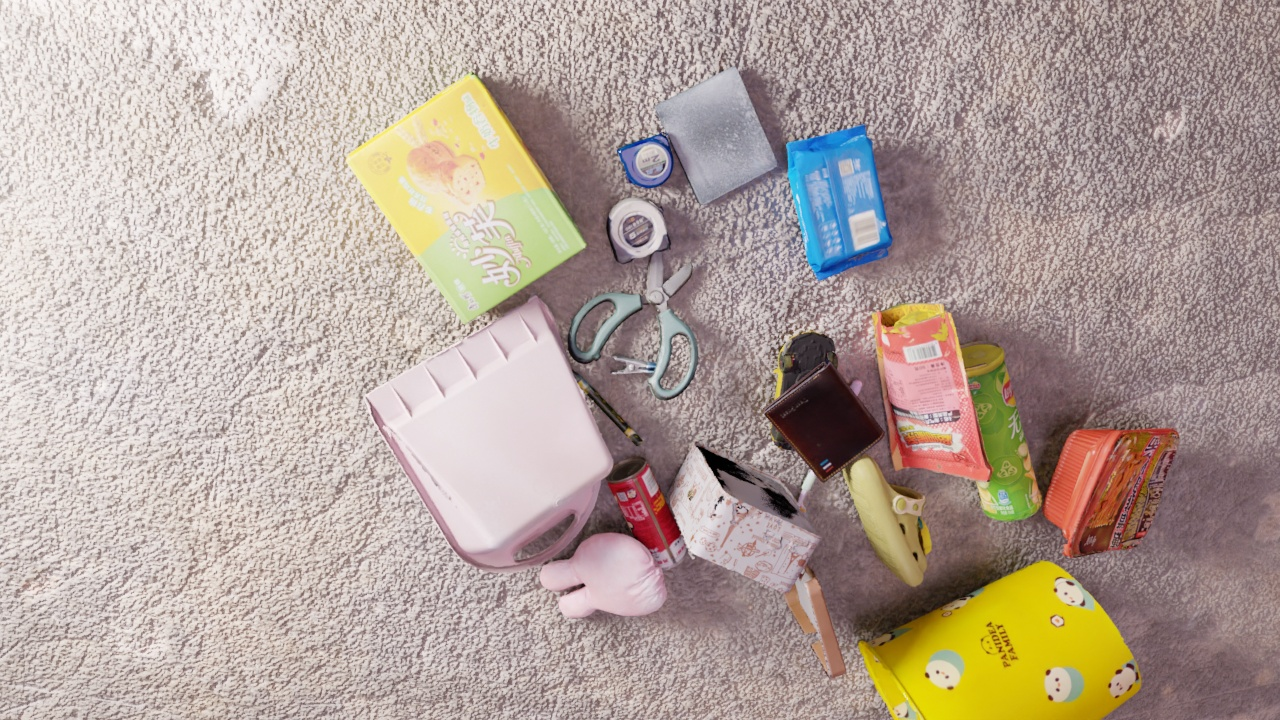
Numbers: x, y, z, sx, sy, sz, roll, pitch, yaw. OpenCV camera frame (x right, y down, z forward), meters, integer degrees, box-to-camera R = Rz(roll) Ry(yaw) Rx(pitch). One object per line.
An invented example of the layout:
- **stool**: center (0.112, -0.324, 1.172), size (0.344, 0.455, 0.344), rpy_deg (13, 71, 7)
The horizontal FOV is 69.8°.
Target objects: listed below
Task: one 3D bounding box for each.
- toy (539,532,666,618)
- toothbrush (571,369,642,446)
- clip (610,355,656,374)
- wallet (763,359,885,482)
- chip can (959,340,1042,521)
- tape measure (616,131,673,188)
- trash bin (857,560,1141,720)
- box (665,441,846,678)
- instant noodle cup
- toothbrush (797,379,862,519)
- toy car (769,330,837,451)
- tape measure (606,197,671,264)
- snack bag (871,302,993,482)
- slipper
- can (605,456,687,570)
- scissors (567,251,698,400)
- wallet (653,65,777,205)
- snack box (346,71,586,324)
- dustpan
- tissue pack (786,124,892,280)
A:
- **toy**: center (-0.044, 0.262, 1.098), size (0.160, 0.054, 0.121), rpy_deg (-19, 111, 28)
- **toothbrush**: center (-0.058, 0.031, 1.061), size (0.017, 0.012, 0.186), rpy_deg (-43, 107, -4)
- **clip**: center (-0.006, 0.008, 1.054), size (0.057, 0.024, 0.029), rpy_deg (6, 102, -4)
- **wallet**: center (0.213, 0.071, 1.060), size (0.096, 0.020, 0.122), rpy_deg (-39, 110, 6)
- **chip can**: center (0.424, 0.090, 1.103), size (0.072, 0.072, 0.221), rpy_deg (-22, 108, 0)
- **tape measure**: center (0.008, -0.213, 0.986), size (0.058, 0.025, 0.054), rpy_deg (-17, 109, 8)
- **trash bin**: center (0.439, 0.387, 1.127), size (0.255, 0.229, 0.229), rpy_deg (-29, 108, -3)
- **box**: center (0.150, 0.218, 1.057), size (0.124, 0.178, 0.274), rpy_deg (-40, 106, 4)
- **instant noodle cup**: center (0.562, 0.150, 1.112), size (0.188, 0.079, 0.165), rpy_deg (3, 108, -38)
- **toothbrush**: center (0.227, 0.110, 1.114), size (0.021, 0.029, 0.189), rpy_deg (27, 104, 23)
- **toy car**: center (0.191, 0.037, 1.074), size (0.071, 0.041, 0.156), rpy_deg (-3, 112, -9)
- **tape measure**: center (-0.004, -0.144, 1.002), size (0.065, 0.033, 0.066), rpy_deg (-17, 110, -3)
- **snack bag**: center (0.331, 0.040, 1.062), size (0.073, 0.129, 0.208), rpy_deg (-28, 108, -36)
- **slipper**: center (0.311, 0.184, 1.112), size (0.081, 0.091, 0.190), rpy_deg (-28, 105, 0)
- **can**: center (0.009, 0.183, 1.093), size (0.053, 0.053, 0.133), rpy_deg (-24, 108, 1)
- **scissors**: center (-0.010, -0.040, 1.031), size (0.179, 0.019, 0.172), rpy_deg (-1, 94, 0)
- **wallet**: center (0.082, -0.241, 0.991), size (0.097, 0.019, 0.121), rpy_deg (-26, 109, 4)
- **snack box**: center (-0.176, -0.167, 0.955), size (0.158, 0.070, 0.210), rpy_deg (-32, 108, 3)
- **dustpan**: center (-0.154, 0.103, 1.019), size (0.222, 0.139, 0.273), rpy_deg (-30, 90, -23)
- **tissue pack**: center (0.217, -0.174, 1.008), size (0.095, 0.052, 0.157), rpy_deg (-18, 108, -3)
